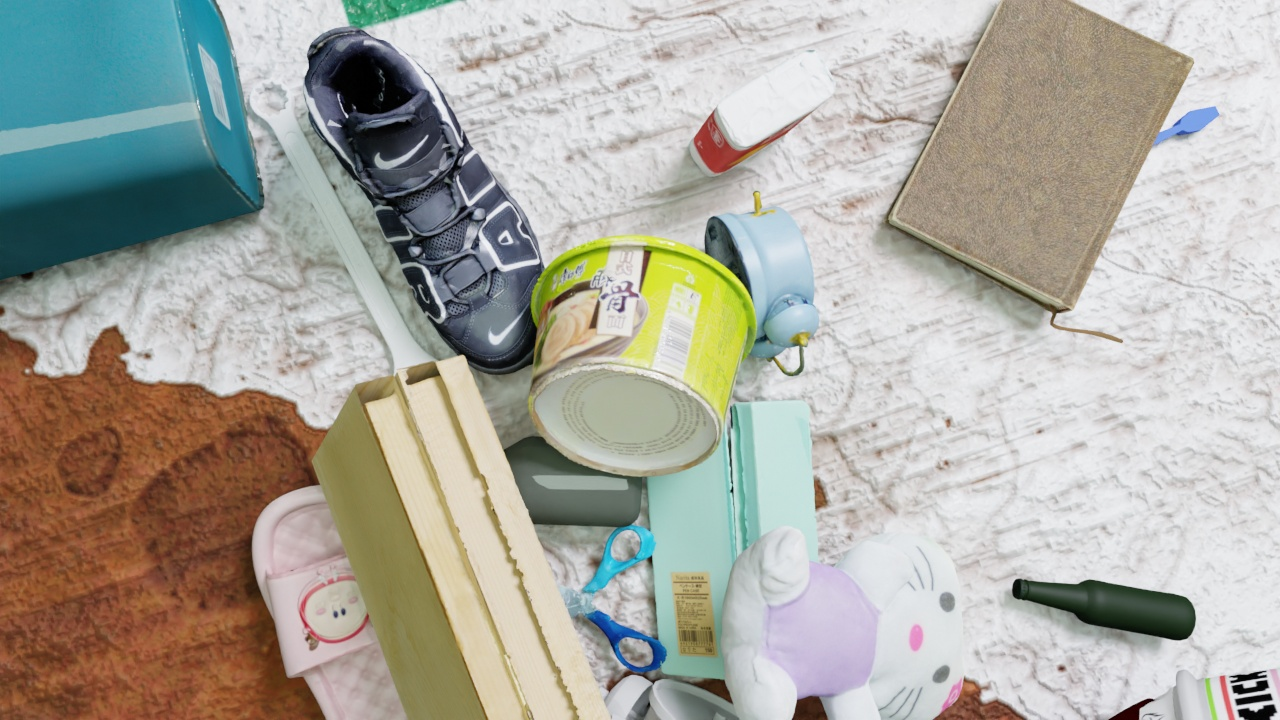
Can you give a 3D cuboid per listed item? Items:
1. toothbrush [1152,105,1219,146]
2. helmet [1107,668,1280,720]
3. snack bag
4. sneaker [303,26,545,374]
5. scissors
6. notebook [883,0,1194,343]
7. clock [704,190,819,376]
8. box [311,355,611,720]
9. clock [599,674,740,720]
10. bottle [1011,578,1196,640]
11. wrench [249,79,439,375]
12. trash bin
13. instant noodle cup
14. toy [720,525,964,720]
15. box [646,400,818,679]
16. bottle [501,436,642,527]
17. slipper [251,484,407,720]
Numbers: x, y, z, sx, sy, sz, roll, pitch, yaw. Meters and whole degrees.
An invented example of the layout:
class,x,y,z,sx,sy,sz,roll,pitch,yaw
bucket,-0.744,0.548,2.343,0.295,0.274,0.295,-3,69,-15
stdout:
class,x,y,z,sx,sy,sz,roll,pitch,yaw
toothbrush,0.347,-0.148,0.689,0.186,0.011,0.016,-25,88,-1
helmet,0.334,0.347,0.542,0.237,0.230,0.314,-29,92,30
snack bag,0.079,-0.163,0.621,0.077,0.116,0.036,-32,94,-5
sneaker,-0.135,-0.109,0.587,0.097,0.151,0.252,-32,90,-6
scissors,-0.033,0.174,0.636,0.127,0.014,0.127,-33,86,3
notebook,0.305,-0.145,0.665,0.190,0.034,0.215,29,85,4
clock,0.085,-0.048,0.627,0.051,0.089,0.124,-15,85,-11
box,-0.113,0.139,0.550,0.091,0.128,0.249,-18,75,-28
clock,0.027,0.248,0.592,0.159,0.120,0.061,27,90,-12
bottle,0.327,0.173,0.653,0.123,0.033,0.033,11,85,-2
wrench,-0.205,-0.079,0.652,0.047,0.009,0.273,-28,88,-5
trash bin,-0.372,-0.158,0.566,0.218,0.199,0.196,-12,87,-11
instant noodle cup,-0.003,0.003,0.573,0.146,0.146,0.097,12,53,-2
toy,0.132,0.175,0.585,0.209,0.086,0.137,14,76,-40
box,0.067,0.123,0.644,0.113,0.078,0.187,-8,84,25
bottle,-0.054,0.082,0.624,0.108,0.060,0.060,3,86,-3
slipper,-0.185,0.187,0.613,0.106,0.056,0.221,-22,88,-6
